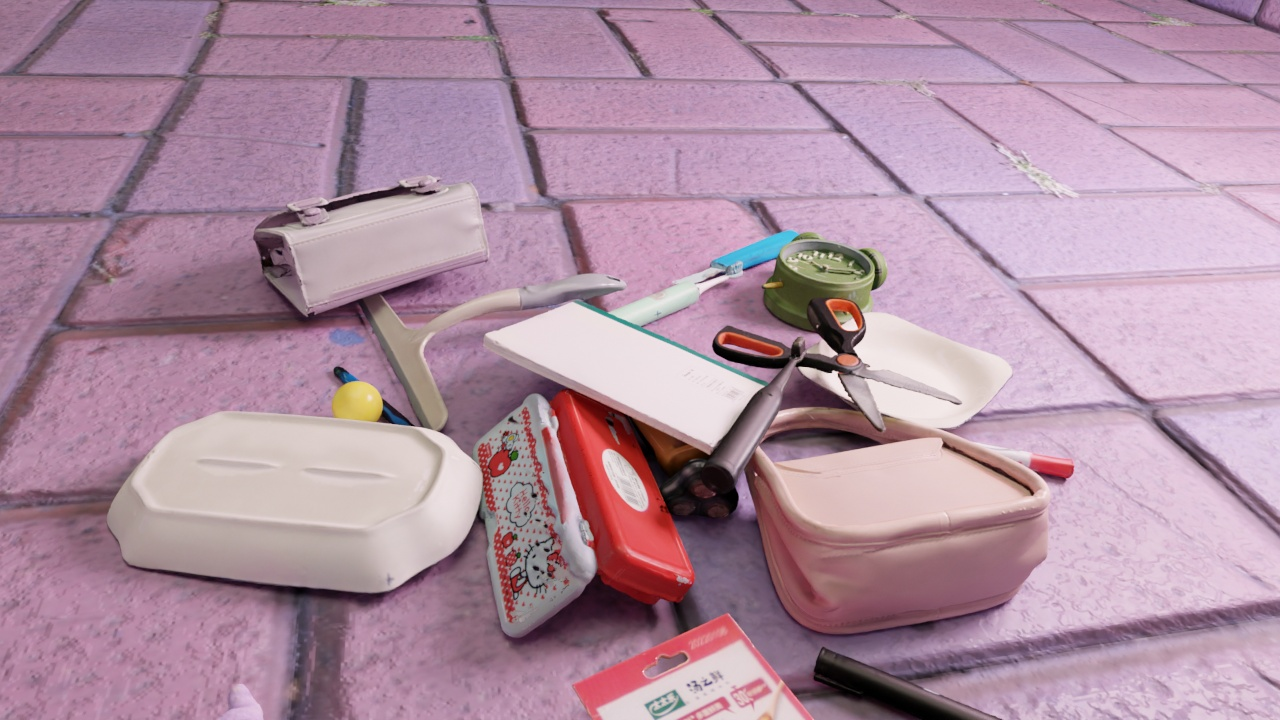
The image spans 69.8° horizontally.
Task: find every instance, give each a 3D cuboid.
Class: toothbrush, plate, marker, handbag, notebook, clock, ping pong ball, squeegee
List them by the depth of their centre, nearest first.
[{"bbox_3d":[0.172,0.212,0.567,0.132,0.020,0.022,18,53,19],"label":"marker"},{"bbox_3d":[-0.250,0.088,0.666,0.266,0.034,0.161,5,37,6],"label":"plate"},{"bbox_3d":[0.167,0.094,0.702,0.193,0.093,0.234,-6,27,-16],"label":"handbag"},{"bbox_3d":[0.098,0.034,0.721,0.026,0.027,0.212,7,31,25],"label":"toothbrush"},{"bbox_3d":[-0.232,0.037,0.753,0.040,0.040,0.040,4,34,-3],"label":"ping pong ball"},{"bbox_3d":[-0.005,0.004,0.766,0.209,0.012,0.150,24,25,20],"label":"notebook"},{"bbox_3d":[-0.208,0.048,0.770,0.014,0.016,0.189,-34,46,-31],"label":"toothbrush"},{"bbox_3d":[0.293,0.079,0.784,0.145,0.017,0.017,11,34,8],"label":"marker"},{"bbox_3d":[0.241,0.017,0.849,0.164,0.034,0.163,27,40,33],"label":"plate"},{"bbox_3d":[-0.124,-0.050,0.871,0.246,0.039,0.246,-19,40,-20],"label":"squeegee"},{"bbox_3d":[-0.274,-0.126,0.930,0.196,0.098,0.145,-22,22,-32],"label":"handbag"},{"bbox_3d":[0.031,-0.062,0.948,0.223,0.027,0.026,-24,39,-36],"label":"toothbrush"},{"bbox_3d":[0.200,-0.090,0.987,0.116,0.056,0.160,20,36,20],"label":"clock"}]

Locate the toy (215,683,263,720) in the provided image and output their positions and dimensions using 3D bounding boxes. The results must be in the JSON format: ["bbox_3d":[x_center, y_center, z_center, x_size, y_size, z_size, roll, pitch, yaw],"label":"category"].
[{"bbox_3d":[-0.226,0.229,0.472,0.084,0.039,0.107,32,40,21],"label":"toy"}]

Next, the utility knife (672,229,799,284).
[{"bbox_3d":[0.114,-0.115,1.044,0.208,0.018,0.034,-23,43,-37],"label":"utility knife"}]

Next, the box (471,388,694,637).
[{"bbox_3d":[-0.052,0.111,0.672,0.112,0.100,0.201,28,21,-31],"label":"box"}]

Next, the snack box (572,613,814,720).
[{"bbox_3d":[0.038,0.220,0.514,0.113,0.044,0.127,-16,40,-27],"label":"snack box"}]

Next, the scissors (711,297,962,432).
[{"bbox_3d":[0.167,0.000,0.817,0.231,0.022,0.220,5,31,13],"label":"scissors"}]

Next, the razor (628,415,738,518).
[{"bbox_3d":[0.020,0.066,0.743,0.067,0.062,0.167,-36,38,-4],"label":"razor"}]

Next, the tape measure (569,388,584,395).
[{"bbox_3d":[-0.037,0.014,0.828,0.058,0.025,0.054,3,32,-11],"label":"tape measure"}]
